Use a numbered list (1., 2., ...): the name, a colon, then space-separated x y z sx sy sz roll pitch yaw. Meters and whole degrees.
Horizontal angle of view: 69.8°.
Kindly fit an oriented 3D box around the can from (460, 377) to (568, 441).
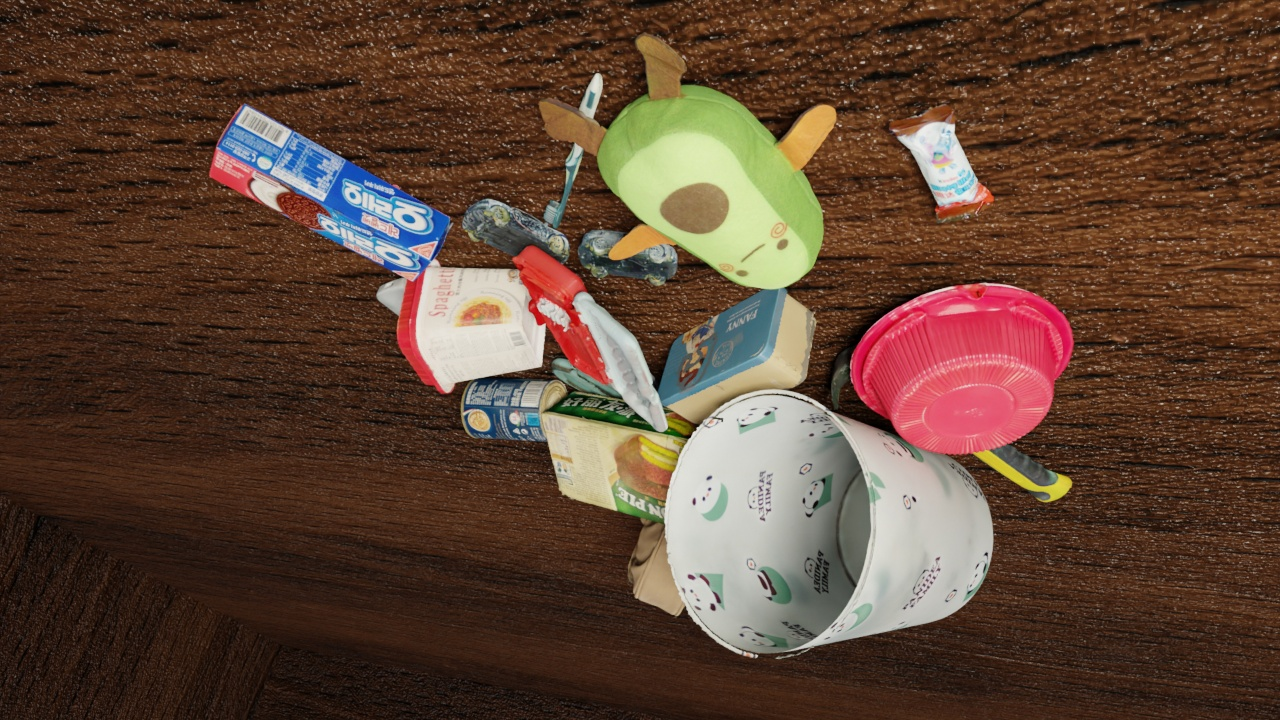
1. can: -0.148 0.059 1.102 0.111 0.075 0.075 1 147 23

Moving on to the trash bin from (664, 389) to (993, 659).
1. trash bin: 0.191 0.158 0.873 0.251 0.229 0.230 13 158 -43

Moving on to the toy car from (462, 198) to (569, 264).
1. toy car: -0.111 -0.116 0.840 0.105 0.031 0.049 25 151 -36

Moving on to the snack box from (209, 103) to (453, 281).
1. snack box: -0.280 -0.149 0.841 0.207 0.057 0.058 28 150 -21

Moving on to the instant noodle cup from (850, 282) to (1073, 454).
1. instant noodle cup: 0.288 0.022 0.814 0.194 0.065 0.194 1 139 1

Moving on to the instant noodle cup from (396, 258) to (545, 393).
1. instant noodle cup: -0.165 -0.037 0.929 0.124 0.116 0.117 -3 147 9

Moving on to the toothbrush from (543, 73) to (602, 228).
1. toothbrush: -0.057 -0.167 0.752 0.018 0.016 0.192 28 149 0

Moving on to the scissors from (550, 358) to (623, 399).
1. scissors: -0.013 0.038 1.042 0.180 0.019 0.140 29 158 -16

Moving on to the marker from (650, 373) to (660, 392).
1. marker: -0.006 0.006 1.009 0.023 0.018 0.130 -16 139 29

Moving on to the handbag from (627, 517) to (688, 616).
1. handbag: 0.050 0.208 1.140 0.100 0.204 0.148 25 163 6

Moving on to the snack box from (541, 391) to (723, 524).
1. snack box: 0.004 0.110 1.009 0.240 0.063 0.114 7 119 38

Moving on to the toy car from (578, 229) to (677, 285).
1. toy car: -0.011 -0.095 0.830 0.090 0.034 0.043 9 146 7

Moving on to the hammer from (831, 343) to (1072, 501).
1. hammer: 0.326 0.070 0.950 0.323 0.031 0.126 30 146 -24

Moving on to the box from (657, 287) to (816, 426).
1. box: 0.094 -0.003 0.881 0.059 0.089 0.185 30 144 -21

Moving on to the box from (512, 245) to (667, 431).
1. box: -0.040 -0.016 0.873 0.158 0.037 0.201 36 166 24

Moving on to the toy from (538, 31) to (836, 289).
1. toy: 0.048 -0.133 0.686 0.246 0.089 0.228 33 142 -29

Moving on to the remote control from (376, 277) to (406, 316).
1. remote control: -0.229 -0.045 1.023 0.056 0.020 0.136 -14 138 38

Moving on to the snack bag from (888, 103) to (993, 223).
1. snack bag: 0.218 -0.141 0.659 0.045 0.026 0.105 -7 141 38
